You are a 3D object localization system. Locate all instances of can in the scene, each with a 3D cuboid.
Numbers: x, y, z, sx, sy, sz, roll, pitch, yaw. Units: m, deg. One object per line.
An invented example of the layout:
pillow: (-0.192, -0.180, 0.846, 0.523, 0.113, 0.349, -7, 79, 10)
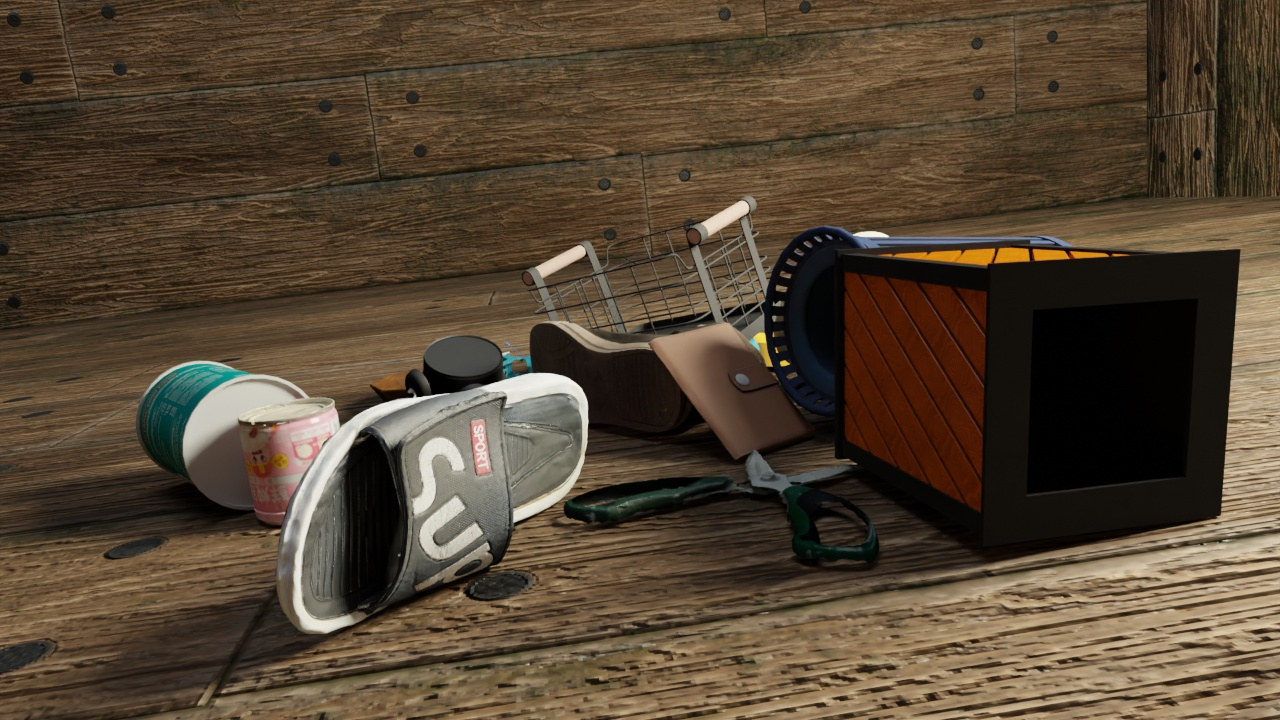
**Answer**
can: (-0.327, 0.055, 0.724, 0.099, 0.099, 0.144, -15, 14, -39)
can: (-0.245, 0.071, 0.653, 0.067, 0.076, 0.067, -6, 11, 1)

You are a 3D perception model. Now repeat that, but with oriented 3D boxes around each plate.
plate: (-0.228, 0.029, 1.006, 0.131, 0.025, 0.131, -6, 10, 1)

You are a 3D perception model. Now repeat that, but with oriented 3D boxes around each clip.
clip: (-0.158, 0.007, 1.088, 0.120, 0.030, 0.130, 2, 12, 19)

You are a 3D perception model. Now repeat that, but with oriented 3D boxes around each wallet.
wallet: (0.071, 0.020, 0.710, 0.087, 0.013, 0.121, -14, 56, -37)

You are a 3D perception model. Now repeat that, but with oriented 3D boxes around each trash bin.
trash bin: (0.215, 0.005, 0.539, 0.139, 0.140, 0.172, -4, 10, -12)
trash bin: (0.241, -0.036, 0.733, 0.249, 0.139, 0.139, -4, 8, -28)

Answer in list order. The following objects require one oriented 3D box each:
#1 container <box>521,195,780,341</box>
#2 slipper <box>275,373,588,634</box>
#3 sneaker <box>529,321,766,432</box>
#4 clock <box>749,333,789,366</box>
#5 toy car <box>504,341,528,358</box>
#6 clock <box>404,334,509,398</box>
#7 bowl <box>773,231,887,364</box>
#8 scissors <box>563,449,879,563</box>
container: (0.013, -0.070, 0.962, 0.242, 0.130, 0.162, -9, 18, 40)
slipper: (-0.090, 0.068, 0.520, 0.063, 0.111, 0.263, 6, 10, 24)
sneaker: (-0.005, 0.005, 0.835, 0.119, 0.095, 0.235, -12, 9, -41)
clock: (0.118, -0.012, 0.991, 0.129, 0.044, 0.099, -2, 9, -16)
toy car: (-0.094, 0.010, 0.931, 0.092, 0.062, 0.033, -2, 12, 23)
clock: (-0.181, 0.019, 0.918, 0.091, 0.043, 0.120, 13, 33, 8)
bowl: (0.206, -0.035, 0.847, 0.150, 0.151, 0.075, -12, 42, -30)
scissors: (0.051, 0.088, 0.561, 0.206, 0.015, 0.201, -7, 9, -1)
